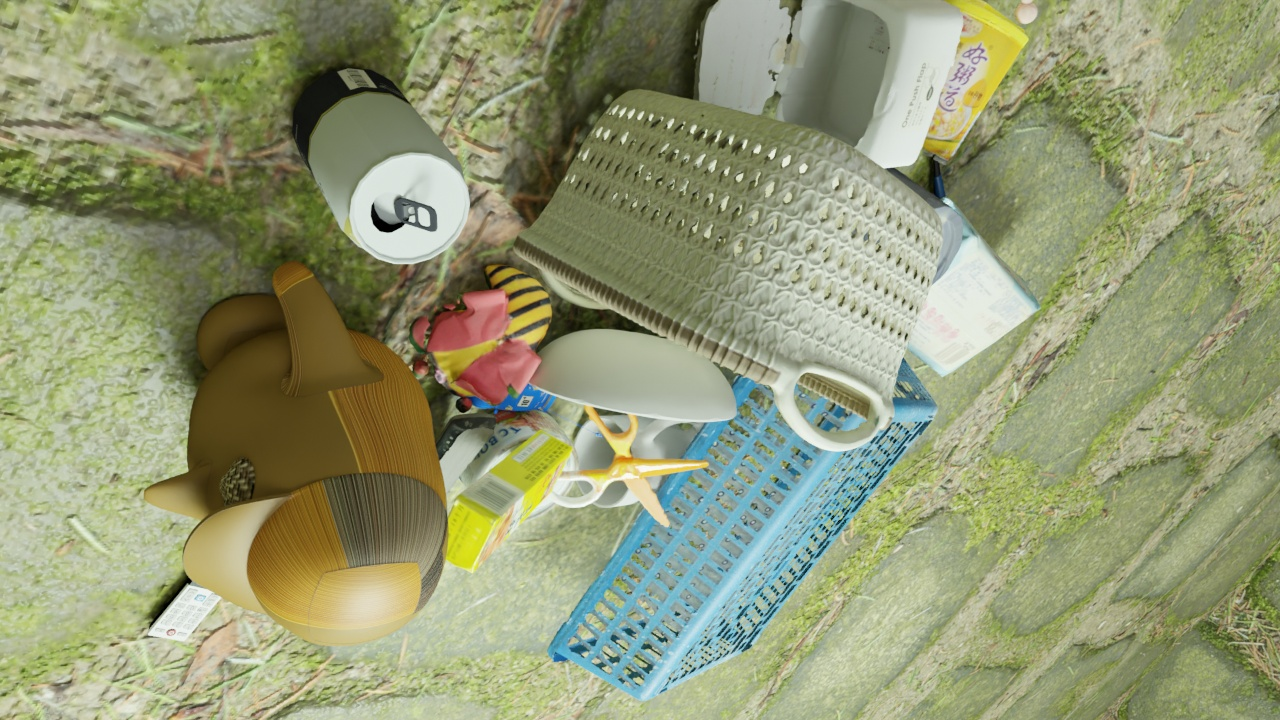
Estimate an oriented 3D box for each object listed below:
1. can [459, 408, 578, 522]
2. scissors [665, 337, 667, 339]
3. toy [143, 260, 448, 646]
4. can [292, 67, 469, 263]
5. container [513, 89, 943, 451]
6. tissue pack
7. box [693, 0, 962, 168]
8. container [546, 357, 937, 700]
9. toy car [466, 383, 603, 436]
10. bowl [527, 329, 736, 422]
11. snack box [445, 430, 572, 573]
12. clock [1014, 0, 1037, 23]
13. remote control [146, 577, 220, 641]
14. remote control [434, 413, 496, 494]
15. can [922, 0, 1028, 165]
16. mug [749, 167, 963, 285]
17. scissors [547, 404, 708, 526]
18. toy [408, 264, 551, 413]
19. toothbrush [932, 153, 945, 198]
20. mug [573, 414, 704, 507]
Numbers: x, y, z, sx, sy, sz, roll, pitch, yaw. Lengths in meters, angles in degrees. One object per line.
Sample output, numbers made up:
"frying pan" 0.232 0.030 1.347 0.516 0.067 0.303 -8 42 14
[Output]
"can" -0.093 0.079 0.696 0.086 0.043 0.086 -18 130 -23
"scissors" 0.028 -0.034 0.707 0.141 0.014 0.174 4 121 -31
"toy" -0.183 0.069 0.509 0.162 0.203 0.199 -7 128 -30
"can" -0.131 -0.098 0.464 0.064 0.127 0.064 -19 133 -22
"container" 0.052 -0.061 0.545 0.184 0.246 0.143 20 97 -43
"tissue pack" 0.259 -0.062 0.795 0.112 0.070 0.181 -39 137 22
"box" 0.105 -0.187 0.585 0.136 0.126 0.109 -14 130 -37
"container" 0.106 0.134 0.791 0.363 0.089 0.256 -56 152 17
"toy car" -0.074 0.034 0.655 0.091 0.062 0.033 6 121 -53
"bowl" -0.004 0.004 0.634 0.149 0.150 0.043 5 99 -37
"snack box" -0.085 0.086 0.592 0.040 0.029 0.147 -63 173 16
"clock" 0.242 -0.322 0.587 0.160 0.086 0.131 31 103 -36
"remote control" -0.293 0.146 0.636 0.124 0.012 0.028 -48 136 8
"remote control" -0.141 0.076 0.650 0.033 0.013 0.137 1 147 -35
"can" 0.223 -0.204 0.664 0.067 0.067 0.105 10 118 -39
"mug" 0.158 -0.099 0.679 0.123 0.104 0.084 -15 132 -25
"scissors" -0.017 0.081 0.674 0.128 0.011 0.125 -30 112 10
"toy" -0.102 -0.013 0.603 0.103 0.084 0.046 -49 169 6
"toothbrush" 0.253 -0.143 0.774 0.014 0.014 0.168 -60 146 -30
"mug" 0.013 0.069 0.731 0.089 0.071 0.107 1 147 -45
